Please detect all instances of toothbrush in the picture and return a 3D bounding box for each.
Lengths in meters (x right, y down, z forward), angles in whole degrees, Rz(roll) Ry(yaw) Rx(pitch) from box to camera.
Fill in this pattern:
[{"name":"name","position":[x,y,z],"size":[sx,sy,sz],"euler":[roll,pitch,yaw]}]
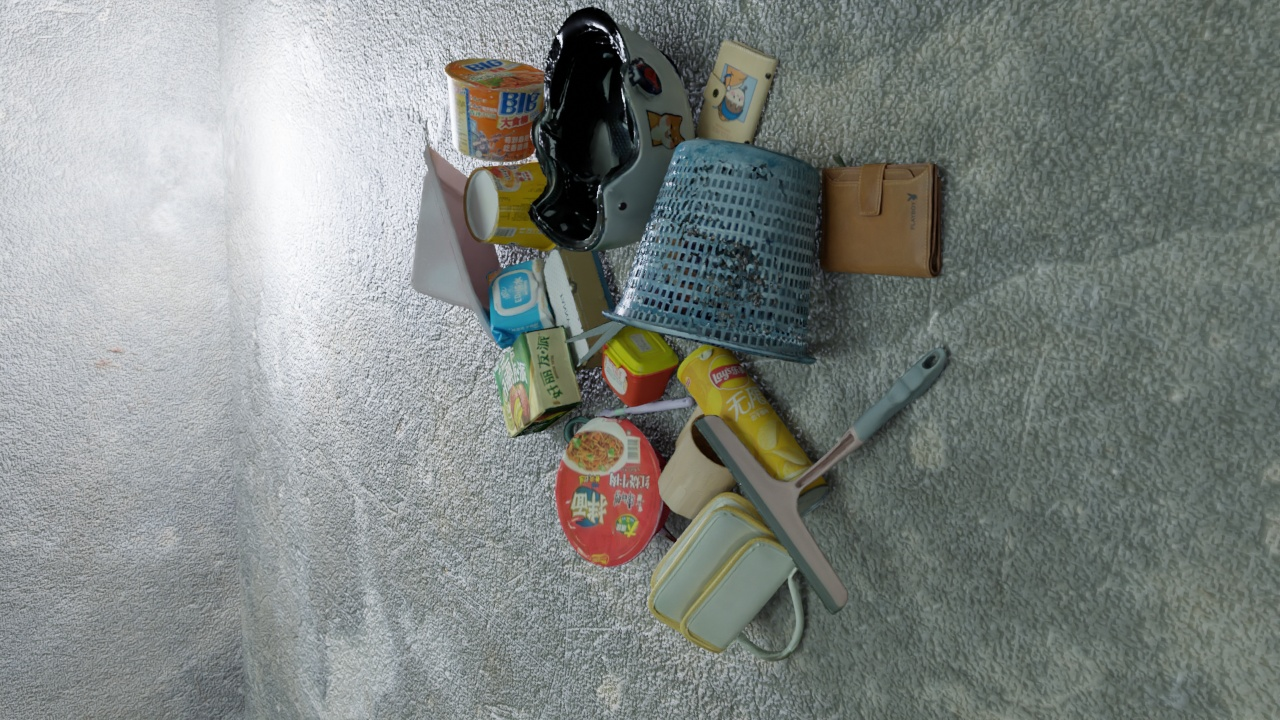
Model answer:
[{"name":"toothbrush","position":[0.007,0.065,1.213],"size":[0.190,0.021,0.029],"euler":[-13,53,51]},{"name":"toothbrush","position":[0.025,0.215,1.209],"size":[0.188,0.017,0.016],"euler":[34,118,41]}]

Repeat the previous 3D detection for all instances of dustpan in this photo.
[{"name":"dustpan","position":[-0.244,-0.165,1.390],"size":[0.139,0.222,0.273],"euler":[10,90,10]}]

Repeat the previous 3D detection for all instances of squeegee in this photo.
[{"name":"squeegee","position":[0.210,0.076,0.908],"size":[0.250,0.040,0.247],"euler":[-47,60,22]}]

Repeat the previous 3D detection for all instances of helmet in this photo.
[{"name":"helmet","position":[-0.020,-0.259,1.084],"size":[0.231,0.156,0.274],"euler":[-8,79,57]}]

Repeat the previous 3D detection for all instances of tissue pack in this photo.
[{"name":"tissue pack","position":[-0.173,-0.084,1.326],"size":[0.063,0.090,0.139],"euler":[71,-174,-50]}]

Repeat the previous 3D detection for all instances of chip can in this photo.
[{"name":"chip can","position":[0.124,0.078,1.024],"size":[0.213,0.071,0.072],"euler":[57,135,28]}]

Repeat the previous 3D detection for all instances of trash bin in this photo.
[{"name":"trash bin","position":[0.090,-0.115,0.942],"size":[0.227,0.226,0.195],"euler":[19,98,49]}]

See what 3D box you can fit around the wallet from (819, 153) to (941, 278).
[{"name":"wallet","position":[0.230,-0.142,0.887],"size":[0.131,0.035,0.119],"euler":[11,111,51]}]

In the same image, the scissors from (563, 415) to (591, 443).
[{"name":"scissors","position":[-0.064,0.149,1.314],"size":[0.179,0.019,0.171],"euler":[51,132,31]}]

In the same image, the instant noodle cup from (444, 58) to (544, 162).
[{"name":"instant noodle cup","position":[-0.208,-0.359,1.322],"size":[0.151,0.151,0.112],"euler":[42,135,40]}]

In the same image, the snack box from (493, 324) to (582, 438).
[{"name":"snack box","position":[-0.152,0.036,1.325],"size":[0.241,0.063,0.114],"euler":[145,113,-68]}]

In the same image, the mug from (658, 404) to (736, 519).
[{"name":"mug","position":[0.074,0.112,1.096],"size":[0.124,0.084,0.104],"euler":[-99,28,-44]}]

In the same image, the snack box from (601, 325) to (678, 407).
[{"name":"snack box","position":[-0.007,0.007,1.174],"size":[0.091,0.081,0.080],"euler":[49,141,36]}]

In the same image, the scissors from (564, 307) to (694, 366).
[{"name":"scissors","position":[-0.014,-0.060,1.146],"size":[0.165,0.012,0.156],"euler":[2,68,17]}]

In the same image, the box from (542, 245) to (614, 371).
[{"name":"box","position":[-0.078,-0.068,1.259],"size":[0.090,0.059,0.184],"euler":[-37,69,61]}]

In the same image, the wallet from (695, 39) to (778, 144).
[{"name":"wallet","position":[0.104,-0.293,1.028],"size":[0.087,0.024,0.115],"euler":[39,126,36]}]

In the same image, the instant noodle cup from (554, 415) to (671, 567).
[{"name":"instant noodle cup","position":[-0.025,0.171,1.204],"size":[0.194,0.065,0.193],"euler":[-7,80,43]}]

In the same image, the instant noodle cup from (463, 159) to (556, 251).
[{"name":"instant noodle cup","position":[-0.187,-0.226,1.339],"size":[0.138,0.109,0.138],"euler":[12,105,52]}]

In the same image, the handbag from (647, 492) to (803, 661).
[{"name":"handbag","position":[0.115,0.259,1.030],"size":[0.179,0.063,0.163],"euler":[36,105,0]}]
